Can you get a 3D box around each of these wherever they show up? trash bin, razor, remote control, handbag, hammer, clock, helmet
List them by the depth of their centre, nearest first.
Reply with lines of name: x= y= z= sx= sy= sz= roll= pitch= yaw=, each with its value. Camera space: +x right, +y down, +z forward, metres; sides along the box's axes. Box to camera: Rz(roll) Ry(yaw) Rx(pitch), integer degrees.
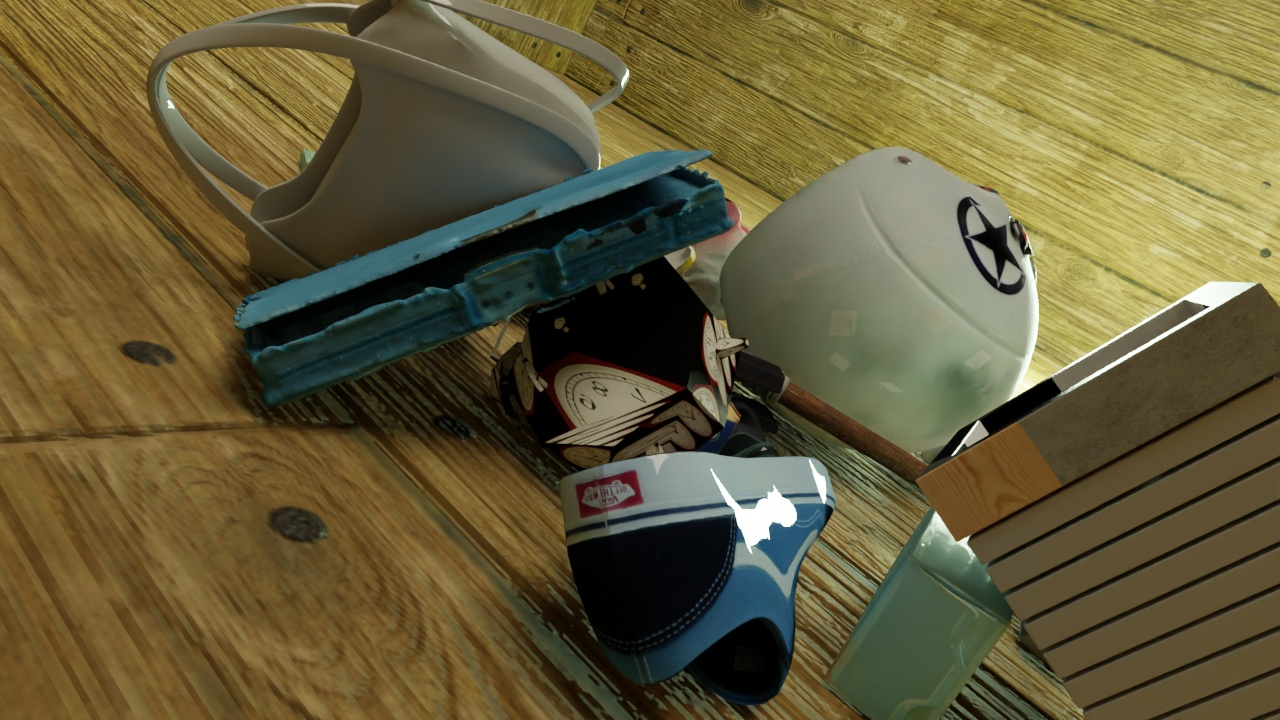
trash bin: x=0.262 y=0.108 z=0.395 sx=0.247 sy=0.143 sz=0.142 roll=58 pitch=24 yaw=10
clock: x=-0.026 y=-0.007 z=0.487 sx=0.155 sy=0.114 sz=0.065 roll=26 pitch=-12 yaw=39
handbag: x=-0.140 y=-0.122 z=0.496 sx=0.222 sy=0.216 sz=0.095 roll=20 pitch=34 yaw=-35
remote control: x=0.027 y=-0.013 z=0.570 sx=0.136 sy=0.015 sz=0.032 roll=21 pitch=18 yaw=-12
razor: x=0.062 y=0.051 z=0.593 sx=0.052 sy=0.047 sz=0.142 roll=50 pitch=11 yaw=-12
hammer: x=0.166 y=0.064 z=0.605 sx=0.322 sy=0.043 sz=0.155 roll=31 pitch=40 yaw=8
remote control: x=0.050 y=0.024 z=0.705 sx=0.124 sy=0.009 sz=0.046 roll=23 pitch=17 yaw=-15
helmet: x=0.196 y=-0.015 z=0.711 sx=0.264 sy=0.237 sz=0.163 roll=32 pitch=38 yaw=-34

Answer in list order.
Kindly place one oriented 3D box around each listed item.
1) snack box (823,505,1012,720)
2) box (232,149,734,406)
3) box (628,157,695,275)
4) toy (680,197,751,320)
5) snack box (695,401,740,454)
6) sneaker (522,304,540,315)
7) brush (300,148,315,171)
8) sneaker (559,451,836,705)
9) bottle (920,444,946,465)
snack box: x=0.152 y=0.119 z=0.469 sx=0.053 sy=0.075 sz=0.174 roll=32 pitch=17 yaw=18
box: x=-0.077 y=-0.054 z=0.444 sx=0.231 sy=0.048 sz=0.093 roll=-23 pitch=32 yaw=-13
box: x=-0.035 y=-0.110 z=0.781 sx=0.209 sy=0.130 sz=0.039 roll=-112 pitch=180 yaw=-54
toy: x=0.089 y=-0.067 z=0.839 sx=0.213 sy=0.142 sz=0.084 roll=28 pitch=53 yaw=-38
snack box: x=-0.004 y=0.004 z=0.600 sx=0.056 sy=0.057 sz=0.206 roll=21 pitch=18 yaw=-24
sneaker: x=-0.129 y=-0.125 z=0.714 sx=0.119 sy=0.095 sz=0.234 roll=18 pitch=33 yaw=-27
brush: x=-0.229 y=-0.116 z=0.692 sx=0.033 sy=0.012 sz=0.217 roll=16 pitch=22 yaw=-35
sneaker: x=0.038 y=0.097 z=0.410 sx=0.241 sy=0.083 sz=0.098 roll=16 pitch=61 yaw=-66
bottle: x=0.276 y=0.078 z=0.817 sx=0.052 sy=0.052 sz=0.195 roll=28 pitch=17 yaw=3
